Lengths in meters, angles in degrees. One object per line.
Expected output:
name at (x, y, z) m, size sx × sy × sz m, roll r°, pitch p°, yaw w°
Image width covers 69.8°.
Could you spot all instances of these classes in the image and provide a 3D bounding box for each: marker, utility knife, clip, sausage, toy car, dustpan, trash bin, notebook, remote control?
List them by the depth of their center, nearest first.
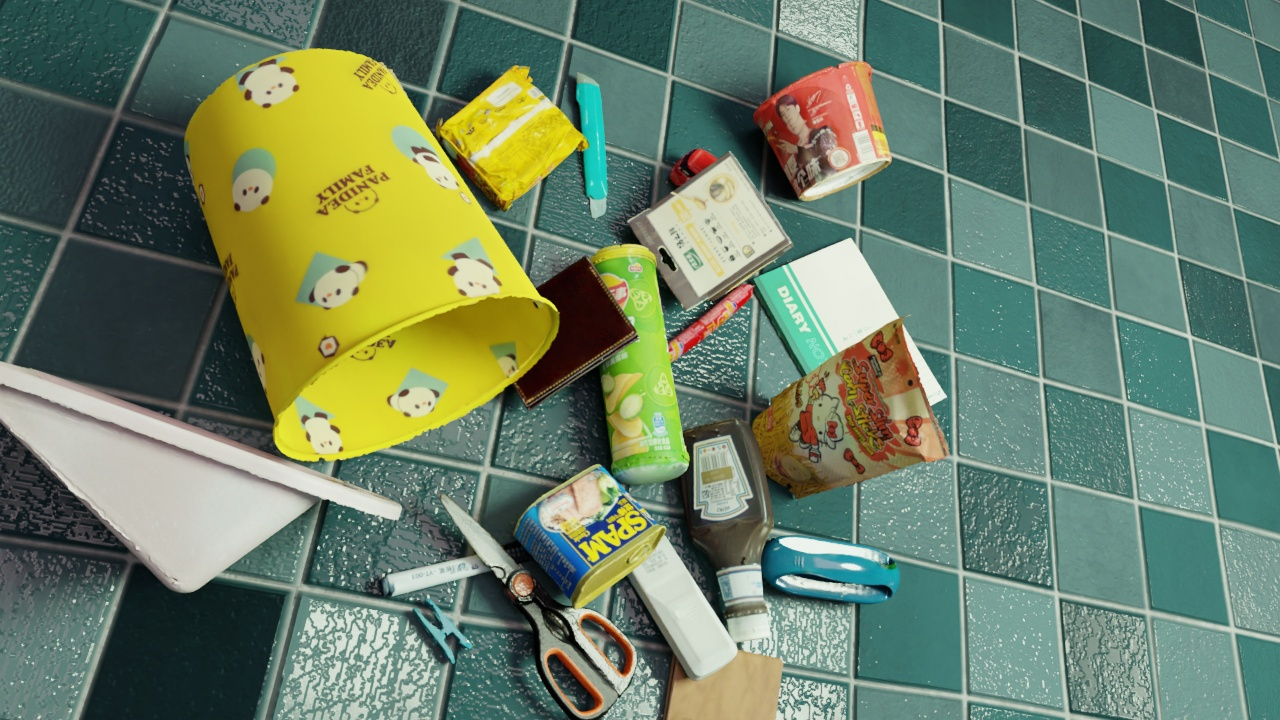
dustpan at (-0.309, 0.051, 0.642) m, size 0.138 × 0.223 × 0.273 m, roll -42°, pitch 101°, yaw -17°
trash bin at (-0.224, -0.086, 0.730) m, size 0.229 × 0.230 × 0.255 m, roll -22°, pitch 73°, yaw -28°
clip at (-0.161, 0.217, 0.742) m, size 0.046 × 0.014 × 0.057 m, roll -41°, pitch 89°, yaw -28°
marker at (-0.150, 0.171, 0.763) m, size 0.130 × 0.018 × 0.022 m, roll -8°, pitch 64°, yaw -25°
remote control at (0.034, 0.214, 0.801) m, size 0.049 × 0.024 × 0.125 m, roll -22°, pitch 63°, yaw -29°
sausage at (0.067, -0.037, 0.933) m, size 0.155 × 0.020 × 0.020 m, roll -39°, pitch 87°, yaw -29°
utility knife at (-0.051, -0.227, 0.967) m, size 0.029 × 0.013 × 0.171 m, roll 1°, pitch 72°, yaw -19°
toy car at (0.089, -0.178, 0.985) m, size 0.120 × 0.045 × 0.052 m, roll 38°, pitch 62°, yaw -6°
notebook at (0.226, -0.022, 0.995) m, size 0.150 × 0.012 × 0.209 m, roll -24°, pitch 80°, yaw -27°

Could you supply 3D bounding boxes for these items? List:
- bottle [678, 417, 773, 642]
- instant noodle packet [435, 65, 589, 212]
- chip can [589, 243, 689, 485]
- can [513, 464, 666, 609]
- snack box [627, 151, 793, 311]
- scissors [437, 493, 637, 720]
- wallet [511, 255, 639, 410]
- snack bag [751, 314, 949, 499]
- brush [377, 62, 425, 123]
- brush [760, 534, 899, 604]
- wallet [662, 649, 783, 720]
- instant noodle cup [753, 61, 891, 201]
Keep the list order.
bottle at (0.082, 0.153, 0.831) m, size 0.044 × 0.080 × 0.194 m, roll 29°, pitch 48°, yaw -61°
instant noodle packet at (-0.127, -0.223, 0.917) m, size 0.111 × 0.044 × 0.128 m, roll 48°, pitch 64°, yaw -5°
chip can at (-0.005, 0.005, 0.856) m, size 0.072 × 0.073 × 0.221 m, roll -1°, pitch 70°, yaw -22°
can at (-0.044, 0.146, 0.775) m, size 0.083 × 0.057 × 0.101 m, roll 44°, pitch 46°, yaw 21°
snack box at (0.072, -0.129, 0.932) m, size 0.126 × 0.053 × 0.113 m, roll -34°, pitch 82°, yaw 13°
scissors at (-0.084, 0.190, 0.771) m, size 0.124 × 0.022 × 0.234 m, roll -19°, pitch 78°, yaw -37°
wallet at (-0.075, -0.026, 0.833) m, size 0.122 × 0.020 × 0.096 m, roll -33°, pitch 74°, yaw 0°
snack bag at (0.187, 0.053, 0.836) m, size 0.073 × 0.208 × 0.128 m, roll 0°, pitch 70°, yaw -27°
brush at (-0.186, -0.171, 0.865) m, size 0.046 × 0.083 × 0.254 m, roll -37°, pitch 92°, yaw -7°
brush at (0.179, 0.194, 0.852) m, size 0.143 × 0.074 × 0.055 m, roll 12°, pitch 74°, yaw -17°
wallet at (0.069, 0.306, 0.795) m, size 0.101 × 0.020 × 0.115 m, roll 16°, pitch 66°, yaw -12°
instant noodle cup at (0.206, -0.247, 1.013) m, size 0.137 × 0.138 × 0.108 m, roll -18°, pitch 85°, yaw -27°
